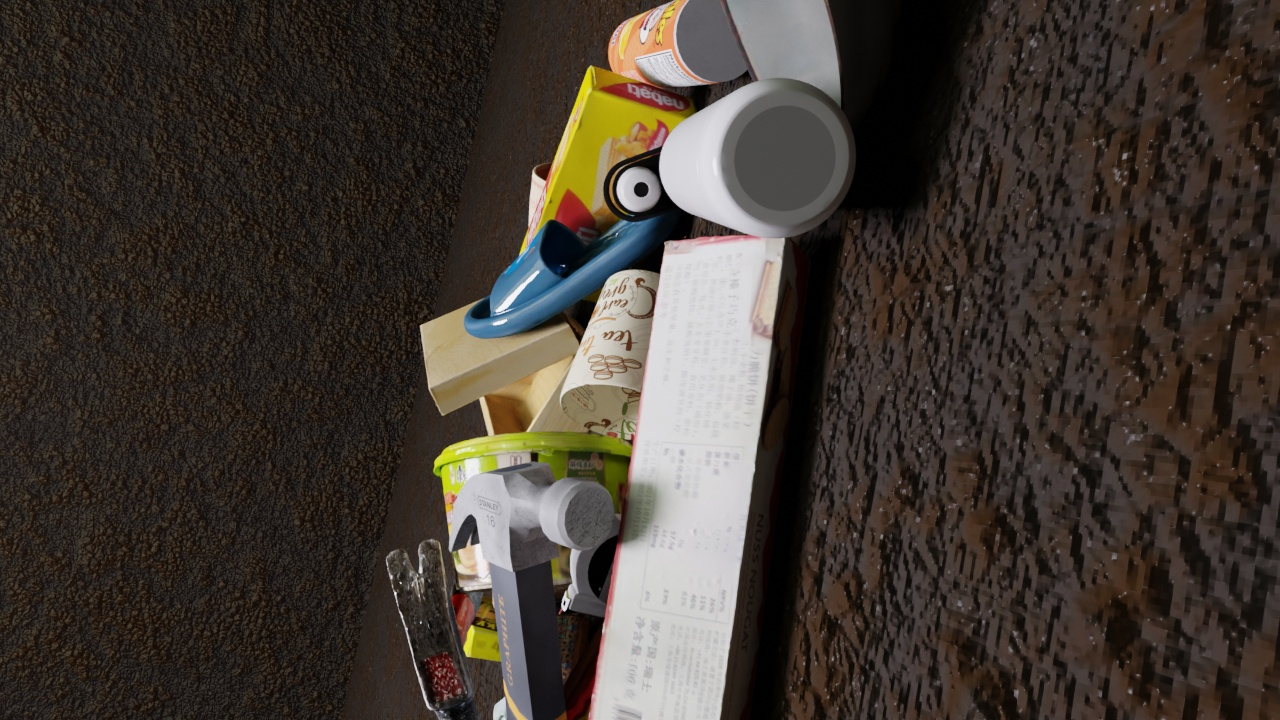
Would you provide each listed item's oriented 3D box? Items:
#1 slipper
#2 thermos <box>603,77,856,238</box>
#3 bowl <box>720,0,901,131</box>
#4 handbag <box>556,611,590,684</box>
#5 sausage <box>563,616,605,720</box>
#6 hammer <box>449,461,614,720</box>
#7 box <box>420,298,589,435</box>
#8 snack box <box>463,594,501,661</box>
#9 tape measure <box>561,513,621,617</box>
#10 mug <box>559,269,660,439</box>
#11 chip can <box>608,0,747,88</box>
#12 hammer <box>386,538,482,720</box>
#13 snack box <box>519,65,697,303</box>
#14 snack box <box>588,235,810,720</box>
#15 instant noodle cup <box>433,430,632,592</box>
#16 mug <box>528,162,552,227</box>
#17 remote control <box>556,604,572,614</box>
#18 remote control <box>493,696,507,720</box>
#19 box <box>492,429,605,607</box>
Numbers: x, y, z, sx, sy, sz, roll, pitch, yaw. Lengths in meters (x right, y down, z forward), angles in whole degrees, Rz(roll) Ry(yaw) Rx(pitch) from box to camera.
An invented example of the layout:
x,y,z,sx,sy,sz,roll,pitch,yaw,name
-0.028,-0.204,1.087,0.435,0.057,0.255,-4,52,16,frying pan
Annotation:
x,y,z,sx,sy,sz,roll,pitch,yaw,name
-0.062,-0.078,0.731,0.214,0.059,0.103,-26,22,26,slipper
0.035,-0.101,0.498,0.230,0.101,0.068,-116,6,-78,thermos
0.087,-0.179,0.451,0.151,0.057,0.150,151,94,-89,bowl
-0.027,0.211,0.621,0.196,0.043,0.093,-36,39,51,handbag
-0.007,0.166,0.532,0.156,0.040,0.040,-61,22,20,sausage
-0.055,0.212,0.525,0.140,0.035,0.312,4,101,51,hammer
-0.112,0.004,0.836,0.141,0.148,0.249,-47,20,0,box
-0.144,0.254,0.880,0.149,0.061,0.025,-178,102,-72,snack box
-0.013,0.129,0.568,0.017,0.064,0.065,-145,74,-71,tape measure
-0.004,0.004,0.648,0.122,0.081,0.097,81,-162,-60,mug
0.027,-0.246,0.718,0.210,0.062,0.062,-134,60,-69,chip can
-0.148,0.193,0.746,0.326,0.036,0.140,177,76,-84,hammer
-0.033,-0.139,0.774,0.042,0.092,0.201,-96,26,-46,snack box
0.031,0.071,0.467,0.077,0.044,0.272,1,76,34,snack box
-0.070,0.110,0.642,0.146,0.146,0.097,143,127,-63,instant noodle cup
-0.060,-0.123,0.886,0.111,0.085,0.104,39,129,38,mug
-0.085,0.250,0.716,0.039,0.010,0.124,-50,11,53,remote control
-0.068,0.287,0.606,0.050,0.022,0.133,-48,55,39,remote control
-0.085,0.144,0.820,0.217,0.063,0.156,-38,31,63,box
